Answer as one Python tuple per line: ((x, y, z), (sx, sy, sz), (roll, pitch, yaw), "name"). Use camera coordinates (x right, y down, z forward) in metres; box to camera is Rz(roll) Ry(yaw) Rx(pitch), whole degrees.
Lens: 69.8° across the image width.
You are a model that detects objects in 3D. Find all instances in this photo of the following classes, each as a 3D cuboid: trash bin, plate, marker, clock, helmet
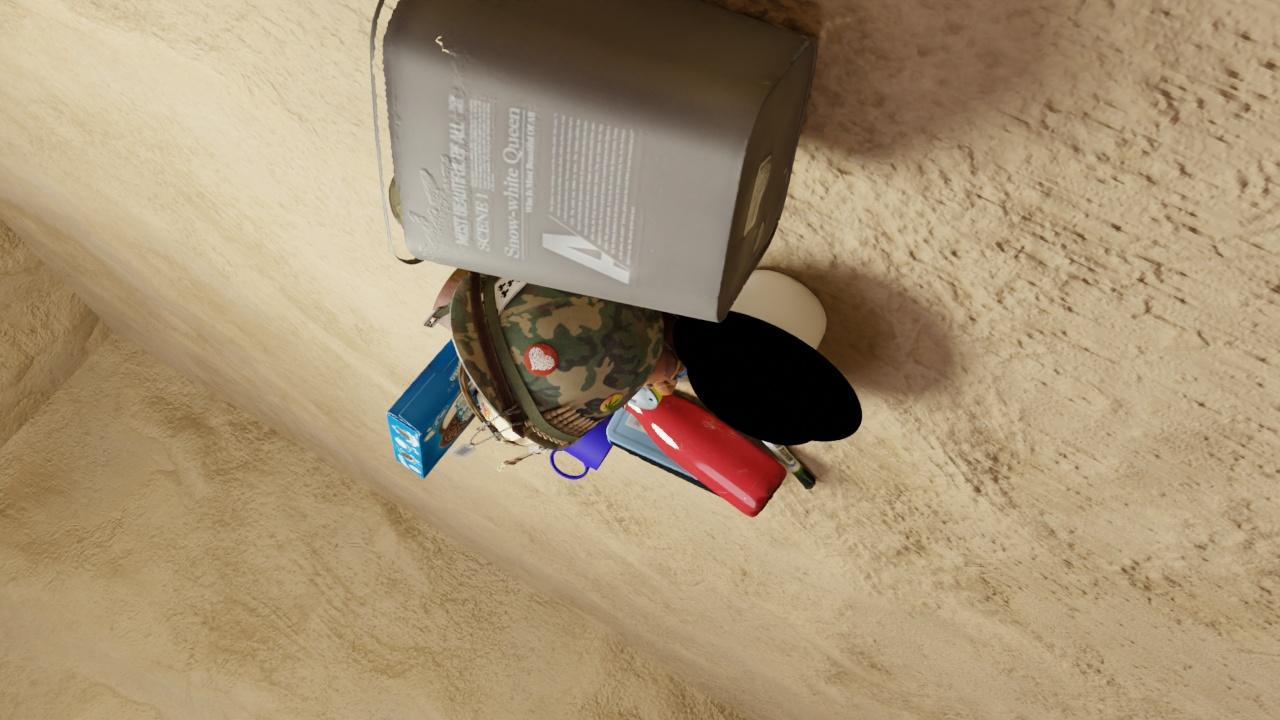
((-0.021, -0.144, 0.595), (0.220, 0.196, 0.198), (19, 131, 14), "trash bin")
((0.100, 0.030, 0.807), (0.184, 0.036, 0.185), (27, 156, 13), "plate")
((0.160, 0.103, 1.067), (0.146, 0.017, 0.017), (46, 153, -28), "marker")
((-0.006, 0.006, 1.042), (0.083, 0.057, 0.119), (24, 155, 22), "clock")
((-0.101, -0.011, 0.894), (0.223, 0.192, 0.237), (0, 156, -46), "helmet")

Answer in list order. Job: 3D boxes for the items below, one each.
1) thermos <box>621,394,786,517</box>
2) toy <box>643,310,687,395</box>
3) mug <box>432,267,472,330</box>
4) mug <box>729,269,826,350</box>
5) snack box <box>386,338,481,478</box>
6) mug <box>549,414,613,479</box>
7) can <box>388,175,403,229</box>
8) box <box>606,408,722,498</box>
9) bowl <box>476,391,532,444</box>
((0.060, 0.090, 1.100), (0.240, 0.073, 0.073), (36, 158, 15), "thermos")
((0.016, -0.017, 0.962), (0.090, 0.070, 0.103), (-38, 87, 40), "toy")
((-0.179, -0.065, 1.087), (0.110, 0.096, 0.123), (28, 148, 3), "mug")
((0.116, -0.022, 0.821), (0.094, 0.068, 0.115), (13, 149, 38), "mug")
((-0.261, 0.048, 1.267), (0.056, 0.195, 0.239), (36, 157, 3), "snack box")
((-0.084, 0.111, 1.275), (0.083, 0.111, 0.079), (32, -179, 3), "mug")
((-0.195, -0.166, 0.909), (0.090, 0.089, 0.075), (44, 155, -22), "can")
((0.055, 0.121, 1.174), (0.210, 0.067, 0.052), (22, 161, 23), "box")
((-0.162, 0.075, 1.270), (0.118, 0.074, 0.118), (-11, 162, -4), "bowl")
